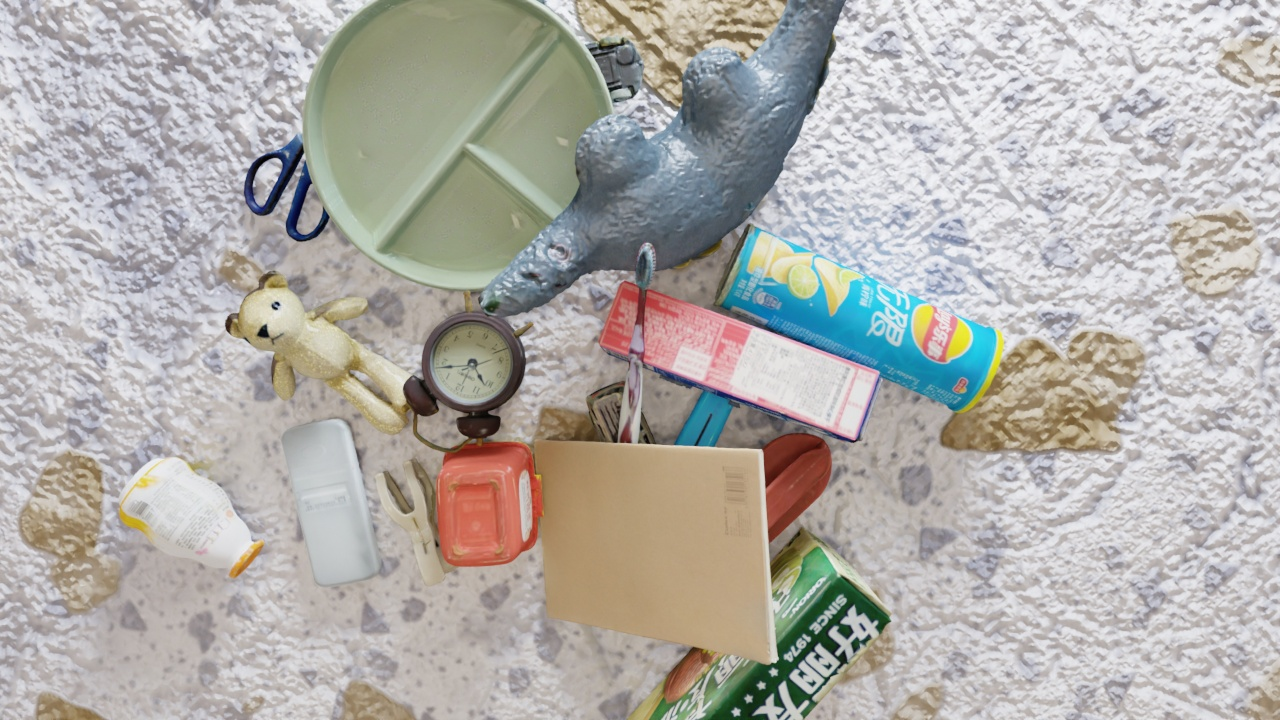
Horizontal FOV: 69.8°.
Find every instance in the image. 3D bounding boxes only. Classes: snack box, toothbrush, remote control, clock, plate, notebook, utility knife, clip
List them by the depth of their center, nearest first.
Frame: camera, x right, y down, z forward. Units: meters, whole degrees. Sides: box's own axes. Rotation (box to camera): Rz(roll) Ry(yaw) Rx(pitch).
[{"bbox_3d":[-0.004,0.004,0.671,0.016,0.017,0.188,9,118,5],"label":"toothbrush"},{"bbox_3d":[-0.132,-0.163,0.687,0.230,0.027,0.230,-2,113,-6],"label":"plate"},{"bbox_3d":[0.004,0.136,0.690,0.212,0.012,0.149,-1,95,37],"label":"notebook"},{"bbox_3d":[0.074,0.003,0.700,0.207,0.057,0.058,20,85,8],"label":"snack box"},{"bbox_3d":[0.081,0.248,0.709,0.063,0.114,0.240,41,94,-5],"label":"snack box"},{"bbox_3d":[-0.135,0.013,0.714,0.082,0.055,0.122,26,87,-8],"label":"clock"},{"bbox_3d":[-0.119,0.113,0.716,0.082,0.080,0.091,-4,94,0],"label":"snack box"},{"bbox_3d":[0.041,0.069,0.726,0.034,0.018,0.160,26,78,7],"label":"utility knife"},{"bbox_3d":[-0.178,0.130,0.737,0.034,0.070,0.100,-23,90,2],"label":"clip"},{"bbox_3d":[-0.251,0.116,0.747,0.056,0.020,0.136,-12,95,2],"label":"remote control"}]

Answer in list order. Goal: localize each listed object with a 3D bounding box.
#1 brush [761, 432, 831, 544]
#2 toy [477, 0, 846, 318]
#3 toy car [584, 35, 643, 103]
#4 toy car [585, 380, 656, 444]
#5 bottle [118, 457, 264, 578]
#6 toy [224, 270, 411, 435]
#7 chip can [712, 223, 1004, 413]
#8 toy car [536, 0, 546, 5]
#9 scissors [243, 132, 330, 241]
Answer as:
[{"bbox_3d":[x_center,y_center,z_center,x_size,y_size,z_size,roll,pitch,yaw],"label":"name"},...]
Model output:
[{"bbox_3d":[0.092,0.113,0.720,0.146,0.069,0.063,-42,94,3],"label":"brush"},{"bbox_3d":[0.033,-0.140,0.668,0.356,0.138,0.091,-42,58,-3],"label":"toy"},{"bbox_3d":[-0.049,-0.218,0.711,0.105,0.031,0.049,-10,98,3],"label":"toy car"},{"bbox_3d":[-0.011,0.064,0.734,0.042,0.035,0.090,-23,97,4],"label":"toy car"},{"bbox_3d":[-0.353,0.127,0.727,0.108,0.063,0.063,37,94,-2],"label":"bottle"},{"bbox_3d":[-0.242,0.000,0.715,0.157,0.066,0.105,39,100,-19],"label":"toy"},{"bbox_3d":[0.166,-0.033,0.706,0.210,0.071,0.071,24,94,-1],"label":"chip can"},{"bbox_3d":[-0.089,-0.293,0.704,0.043,0.034,0.090,10,97,-3],"label":"toy car"},{"bbox_3d":[-0.242,-0.166,0.702,0.174,0.012,0.126,-28,98,20],"label":"scissors"}]
